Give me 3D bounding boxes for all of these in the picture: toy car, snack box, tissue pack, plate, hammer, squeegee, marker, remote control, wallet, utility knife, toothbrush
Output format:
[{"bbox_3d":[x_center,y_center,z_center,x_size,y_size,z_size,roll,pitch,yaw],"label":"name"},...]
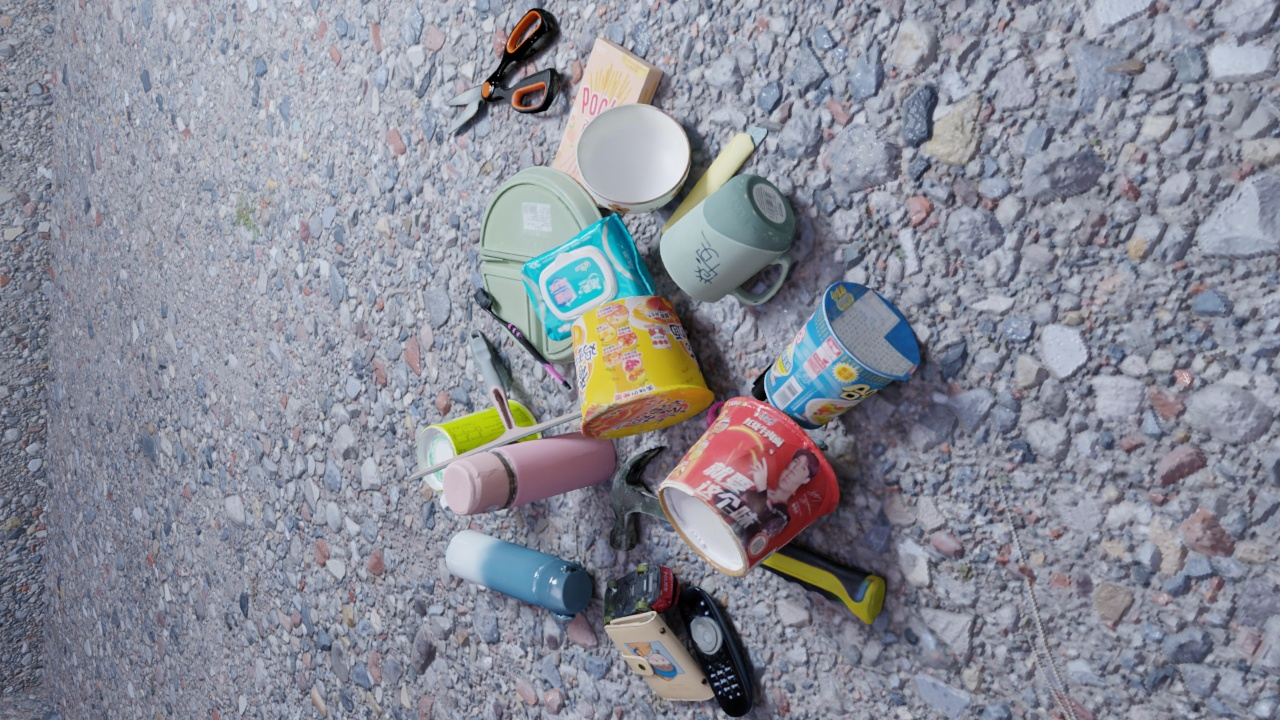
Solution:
[{"bbox_3d":[-0.001,0.258,0.997,0.121,0.045,0.052,-37,40,48],"label":"toy car"},{"bbox_3d":[-0.039,-0.253,0.981,0.084,0.026,0.158,40,121,30],"label":"snack box"},{"bbox_3d":[-0.054,-0.085,0.951,0.134,0.050,0.093,-26,94,26],"label":"tissue pack"},{"bbox_3d":[-0.115,-0.106,1.054,0.230,0.027,0.230,17,114,41],"label":"plate"},{"bbox_3d":[0.092,0.175,0.915,0.324,0.031,0.126,15,107,41],"label":"hammer"},{"bbox_3d":[-0.171,0.036,1.094,0.249,0.247,0.040,-122,15,-51],"label":"squeegee"},{"bbox_3d":[0.146,-0.011,0.849,0.132,0.020,0.022,-53,32,35],"label":"marker"},{"bbox_3d":[0.080,0.298,0.947,0.053,0.024,0.136,-39,67,41],"label":"remote control"},{"bbox_3d":[0.019,0.317,0.978,0.087,0.024,0.115,-25,109,41],"label":"wallet"},{"bbox_3d":[0.066,-0.167,0.903,0.031,0.018,0.167,54,129,19],"label":"utility knife"},{"bbox_3d":[-0.139,-0.027,1.074,0.189,0.014,0.018,43,120,27],"label":"toothbrush"}]

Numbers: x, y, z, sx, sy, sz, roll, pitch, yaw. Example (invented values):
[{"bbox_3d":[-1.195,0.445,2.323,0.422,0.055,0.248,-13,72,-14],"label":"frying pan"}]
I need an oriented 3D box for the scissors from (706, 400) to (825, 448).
[{"bbox_3d":[0.119,0.073,0.889,0.133,0.017,0.056,7,95,39],"label":"scissors"}]

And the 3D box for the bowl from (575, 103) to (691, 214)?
[{"bbox_3d":[-0.007,-0.193,0.923,0.113,0.113,0.062,62,172,18],"label":"bowl"}]

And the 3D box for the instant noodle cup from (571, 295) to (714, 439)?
[{"bbox_3d":[-0.005,0.005,0.920,0.138,0.137,0.109,-30,67,41],"label":"instant noodle cup"}]

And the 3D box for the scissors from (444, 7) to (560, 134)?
[{"bbox_3d":[-0.167,-0.340,1.099,0.229,0.021,0.190,29,110,43],"label":"scissors"}]

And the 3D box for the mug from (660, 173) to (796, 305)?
[{"bbox_3d":[0.092,-0.104,0.851,0.112,0.082,0.107,47,130,-9],"label":"mug"}]

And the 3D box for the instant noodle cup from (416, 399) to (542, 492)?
[{"bbox_3d":[-0.200,0.111,1.115,0.112,0.123,0.112,7,101,42],"label":"instant noodle cup"}]

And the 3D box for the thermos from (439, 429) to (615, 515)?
[{"bbox_3d":[-0.123,0.125,0.995,0.087,0.198,0.067,-41,69,40],"label":"thermos"}]

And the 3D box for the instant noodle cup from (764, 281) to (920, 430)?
[{"bbox_3d":[0.165,0.004,0.788,0.110,0.099,0.099,-49,63,43],"label":"instant noodle cup"}]

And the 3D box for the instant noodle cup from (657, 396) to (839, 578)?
[{"bbox_3d":[0.091,0.117,0.817,0.138,0.108,0.138,39,153,24],"label":"instant noodle cup"}]

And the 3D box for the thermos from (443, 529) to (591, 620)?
[{"bbox_3d":[-0.152,0.262,1.131,0.221,0.070,0.070,6,100,42],"label":"thermos"}]
